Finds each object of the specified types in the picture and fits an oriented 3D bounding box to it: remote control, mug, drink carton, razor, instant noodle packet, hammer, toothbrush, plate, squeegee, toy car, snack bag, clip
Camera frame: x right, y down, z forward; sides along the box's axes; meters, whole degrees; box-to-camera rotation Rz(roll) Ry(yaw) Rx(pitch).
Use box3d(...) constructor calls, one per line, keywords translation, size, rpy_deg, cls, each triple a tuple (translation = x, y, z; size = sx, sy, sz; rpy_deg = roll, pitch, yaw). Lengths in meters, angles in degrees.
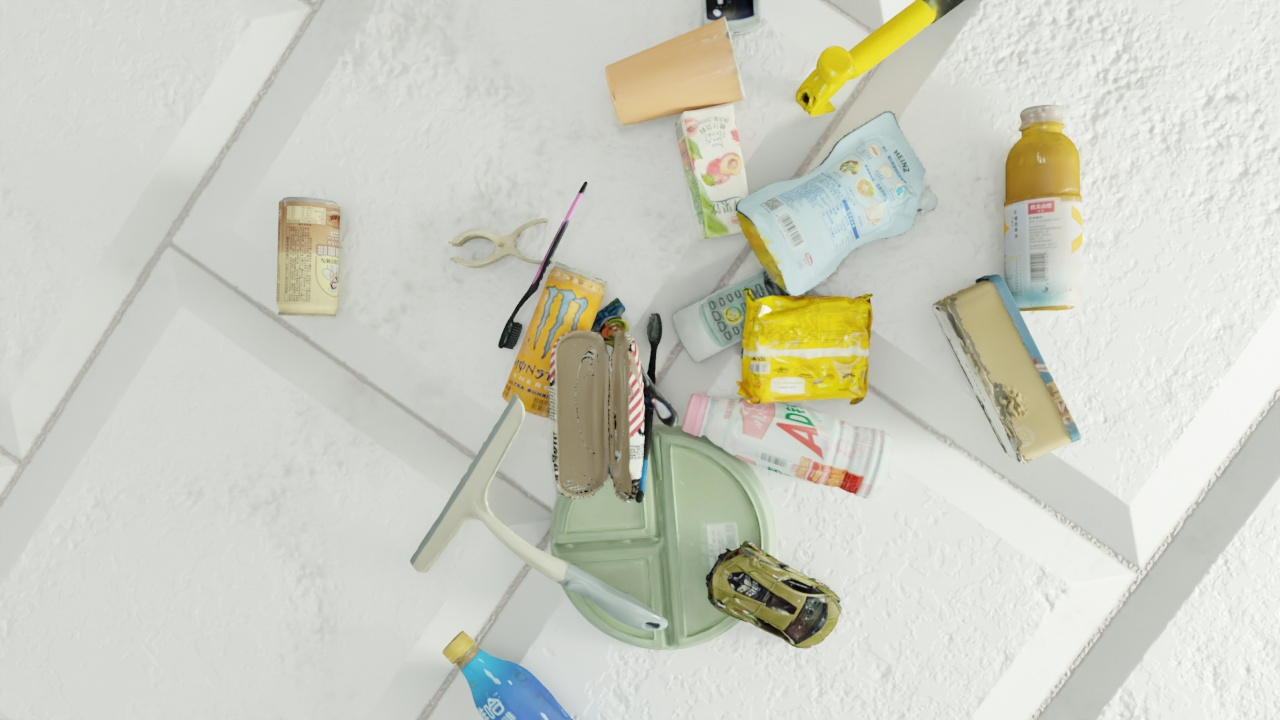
box3d(translation=(0.085, -0.395, 0.893), size=(0.058, 0.021, 0.150), rpy_deg=(-4, 91, 4), cls="remote control")
box3d(translation=(0.032, -0.270, 0.878), size=(0.123, 0.078, 0.078), rpy_deg=(-15, 91, 10), cls="mug")
box3d(translation=(0.072, -0.180, 0.889), size=(0.053, 0.045, 0.122), rpy_deg=(-12, 93, -9), cls="drink carton")
box3d(translation=(-0.005, 0.005, 0.893), size=(0.043, 0.022, 0.142), rpy_deg=(-36, 72, 12), cls="razor")
box3d(translation=(0.156, -0.013, 0.880), size=(0.128, 0.044, 0.111), rpy_deg=(1, 97, -7), cls="instant noodle packet")
box3d(translation=(0.099, -0.050, 0.906), size=(0.135, 0.019, 0.056), rpy_deg=(-26, 91, 4), cls="remote control")
box3d(translation=(0.263, -0.324, 0.850), size=(0.300, 0.129, 0.033), rpy_deg=(-38, 88, -7), cls="hammer")
box3d(translation=(-0.094, -0.090, 0.902), size=(0.017, 0.014, 0.189), rpy_deg=(22, 108, -26), cls="toothbrush")
box3d(translation=(0.021, 0.179, 0.917), size=(0.230, 0.027, 0.230), rpy_deg=(0, 93, 4), cls="plate")
box3d(translation=(-0.080, 0.194, 0.875), size=(0.246, 0.039, 0.247), rpy_deg=(35, 118, -1), cls="squeegee")
box3d(translation=(0.132, 0.230, 0.886), size=(0.158, 0.042, 0.070), rpy_deg=(29, 93, -21), cls="toy car")
box3d(translation=(0.191, -0.149, 0.875), size=(0.190, 0.039, 0.110), rpy_deg=(-31, 82, -12), cls="snack bag")
box3d(translation=(0.006, 0.045, 0.900), size=(0.014, 0.016, 0.189), rpy_deg=(4, 80, 11), cls="toothbrush")
box3d(translation=(-0.139, -0.114, 0.913), size=(0.100, 0.034, 0.072), rpy_deg=(-5, 91, -1), cls="clip")

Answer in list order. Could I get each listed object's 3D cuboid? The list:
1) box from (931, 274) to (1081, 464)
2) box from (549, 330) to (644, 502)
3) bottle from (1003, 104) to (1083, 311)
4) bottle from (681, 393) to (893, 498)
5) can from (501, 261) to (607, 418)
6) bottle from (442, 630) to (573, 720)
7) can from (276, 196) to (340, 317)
box3d(translation=(0.337, 0.002, 0.858), size=(0.062, 0.089, 0.184), rpy_deg=(-25, 92, 10), cls="box")
box3d(translation=(-0.043, 0.053, 0.862), size=(0.086, 0.075, 0.162), rpy_deg=(-3, 98, -13), cls="box")
box3d(translation=(0.377, -0.141, 0.860), size=(0.068, 0.068, 0.189), rpy_deg=(-1, 92, 4), cls="bottle")
box3d(translation=(0.140, 0.076, 0.888), size=(0.197, 0.068, 0.068), rpy_deg=(16, 93, 7), cls="bottle")
box3d(translation=(-0.084, -0.019, 0.900), size=(0.058, 0.058, 0.146), rpy_deg=(22, 93, 3), cls="can")
box3d(translation=(-0.110, 0.355, 0.913), size=(0.218, 0.065, 0.065), rpy_deg=(45, 94, 2), cls="bottle")
box3d(translation=(-0.330, -0.101, 0.912), size=(0.058, 0.058, 0.116), rpy_deg=(3, 92, 3), cls="can")
